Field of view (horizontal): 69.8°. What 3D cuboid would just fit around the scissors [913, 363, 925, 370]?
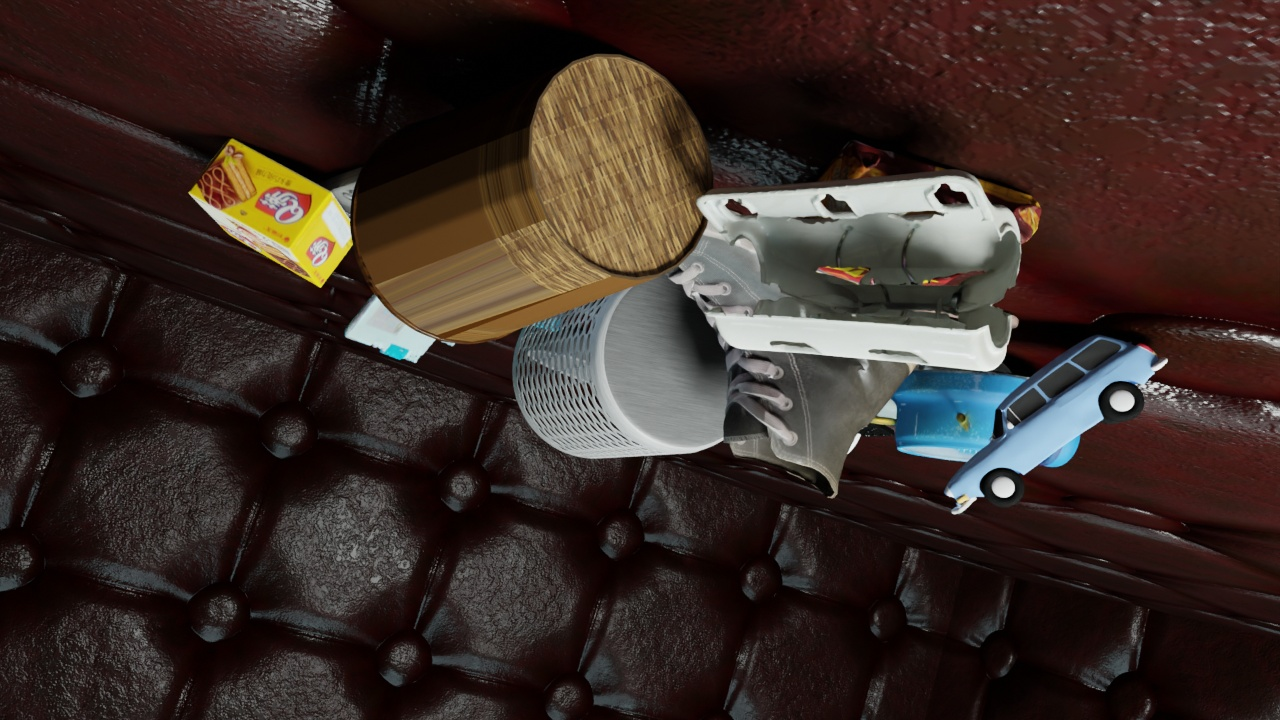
[{"bbox_3d":[0.205,0.007,0.732,0.065,0.013,0.128,12,168,33],"label":"scissors"}]

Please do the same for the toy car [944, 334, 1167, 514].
[{"bbox_3d":[0.250,0.040,0.571,0.055,0.153,0.056,53,-169,16],"label":"toy car"}]

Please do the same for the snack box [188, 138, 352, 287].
[{"bbox_3d":[-0.307,-0.124,0.775,0.106,0.061,0.084,29,165,8],"label":"snack box"}]

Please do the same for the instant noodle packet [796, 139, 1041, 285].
[{"bbox_3d":[0.126,-0.065,0.462,0.098,0.039,0.135,12,170,-6],"label":"instant noodle packet"}]

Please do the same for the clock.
[{"bbox_3d":[0.261,0.047,0.697,0.161,0.060,0.117,14,168,-28],"label":"clock"}]

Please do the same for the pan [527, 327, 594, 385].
[{"bbox_3d":[-0.025,0.023,1.227,0.179,0.041,0.357,14,170,22],"label":"pan"}]

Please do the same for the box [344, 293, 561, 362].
[{"bbox_3d":[-0.172,-0.061,0.883,0.171,0.084,0.227,-17,170,4],"label":"box"}]

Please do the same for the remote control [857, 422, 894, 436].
[{"bbox_3d":[0.181,0.047,0.807,0.030,0.009,0.140,-5,159,39],"label":"remote control"}]

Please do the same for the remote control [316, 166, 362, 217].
[{"bbox_3d":[-0.220,-0.132,0.770,0.074,0.019,0.151,24,169,-35],"label":"remote control"}]

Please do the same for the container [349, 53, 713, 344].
[{"bbox_3d":[-0.055,-0.080,0.470,0.132,0.132,0.168,24,163,-33],"label":"container"}]

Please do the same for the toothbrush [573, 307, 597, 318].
[{"bbox_3d":[-0.005,-0.030,0.907,0.186,0.022,0.024,22,142,31],"label":"toothbrush"}]

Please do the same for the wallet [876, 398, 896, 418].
[{"bbox_3d":[0.183,0.022,0.829,0.131,0.054,0.100,17,173,-26],"label":"wallet"}]

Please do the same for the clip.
[{"bbox_3d":[0.103,-0.021,0.407,0.127,0.104,0.152,8,155,40],"label":"clip"}]

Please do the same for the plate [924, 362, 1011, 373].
[{"bbox_3d":[0.214,-0.008,0.702,0.134,0.011,0.134,17,171,3],"label":"plate"}]

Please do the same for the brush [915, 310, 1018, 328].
[{"bbox_3d":[0.178,-0.034,0.608,0.136,0.015,0.050,14,169,23],"label":"brush"}]

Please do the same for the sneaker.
[{"bbox_3d":[0.062,-0.013,0.598,0.234,0.119,0.095,34,166,-15],"label":"sneaker"}]

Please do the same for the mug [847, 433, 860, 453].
[{"bbox_3d":[0.160,0.051,0.926,0.106,0.082,0.083,23,170,-31],"label":"mug"}]

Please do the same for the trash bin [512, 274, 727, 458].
[{"bbox_3d":[-0.004,0.005,0.759,0.156,0.156,0.184,22,167,-21],"label":"trash bin"}]
